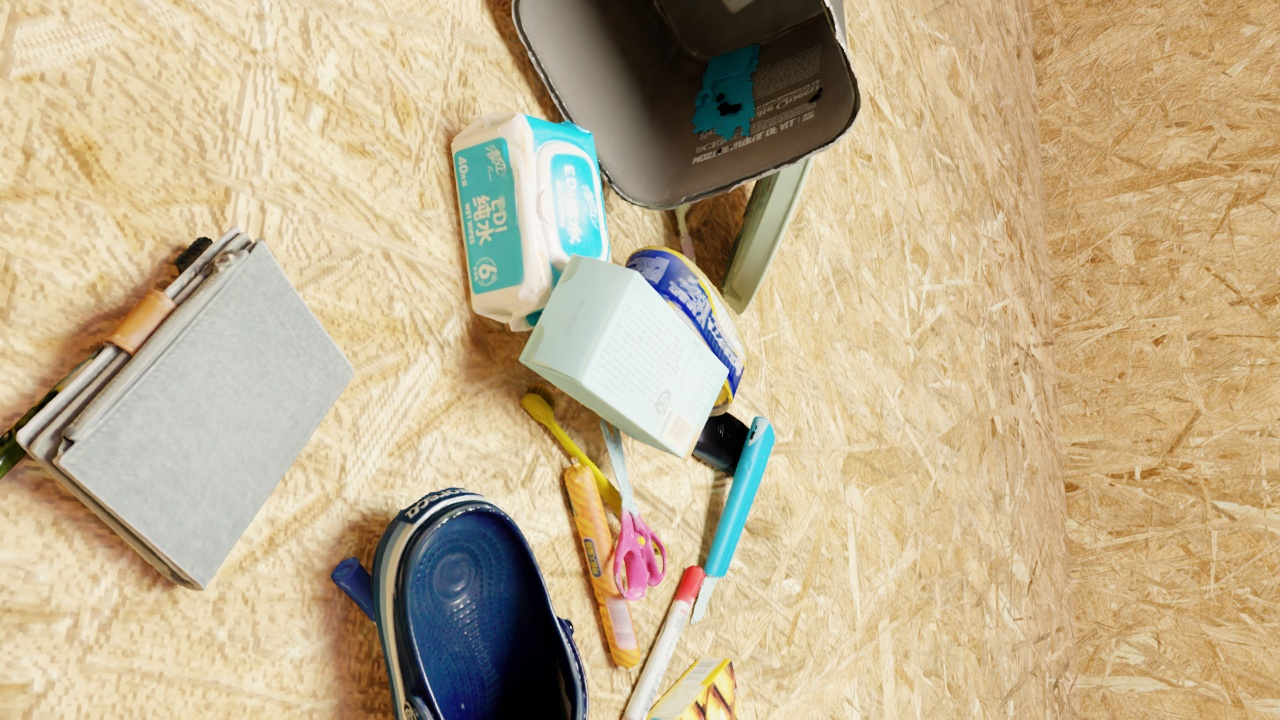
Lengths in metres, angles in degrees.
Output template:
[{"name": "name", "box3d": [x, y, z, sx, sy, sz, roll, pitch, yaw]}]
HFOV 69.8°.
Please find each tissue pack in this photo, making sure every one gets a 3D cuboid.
[{"name": "tissue pack", "box3d": [-0.064, -0.089, 0.590, 0.089, 0.063, 0.140, -7, 90, -57]}]

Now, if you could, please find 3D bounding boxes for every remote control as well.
[{"name": "remote control", "box3d": [0.076, 0.071, 0.808, 0.136, 0.024, 0.053, 34, 58, -49]}]

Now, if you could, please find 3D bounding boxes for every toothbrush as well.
[{"name": "toothbrush", "box3d": [-0.028, 0.082, 0.656, 0.190, 0.016, 0.016, 55, 36, -36]}, {"name": "toothbrush", "box3d": [-0.228, 0.011, 0.365, 0.017, 0.012, 0.185, 106, 8, -50]}, {"name": "toothbrush", "box3d": [0.055, -0.054, 0.806, 0.020, 0.029, 0.189, -15, 101, -14]}]

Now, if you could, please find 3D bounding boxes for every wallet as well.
[{"name": "wallet", "box3d": [-0.191, 0.018, 0.403, 0.129, 0.037, 0.107, -65, 146, -38]}]

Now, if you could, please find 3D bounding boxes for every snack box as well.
[{"name": "snack box", "box3d": [0.036, 0.298, 0.697, 0.140, 0.034, 0.087, -23, 102, -54]}, {"name": "snack box", "box3d": [-0.004, 0.004, 0.600, 0.074, 0.052, 0.175, -65, 149, -10]}]

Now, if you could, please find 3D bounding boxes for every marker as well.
[{"name": "marker", "box3d": [0.019, 0.217, 0.701, 0.017, 0.017, 0.144, 62, 39, -29]}, {"name": "marker", "box3d": [-0.119, 0.160, 0.501, 0.146, 0.017, 0.016, 60, 39, -30]}]

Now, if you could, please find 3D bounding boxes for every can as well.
[{"name": "can", "box3d": [0.031, -0.019, 0.712, 0.148, 0.075, 0.049, 55, 45, -37]}]

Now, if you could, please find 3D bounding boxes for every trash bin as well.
[{"name": "trash bin", "box3d": [0.052, -0.261, 0.679, 0.199, 0.199, 0.219, 58, 32, -28]}]

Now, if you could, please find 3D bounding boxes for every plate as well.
[{"name": "plate", "box3d": [0.116, -0.150, 0.791, 0.230, 0.027, 0.230, 141, -32, -90]}]

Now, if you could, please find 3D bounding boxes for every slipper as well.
[{"name": "slipper", "box3d": [-0.069, 0.189, 0.478, 0.104, 0.095, 0.253, -17, 103, -38]}]

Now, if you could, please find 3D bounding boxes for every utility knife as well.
[{"name": "utility knife", "box3d": [0.078, 0.137, 0.782, 0.034, 0.018, 0.185, 45, 61, -49]}]

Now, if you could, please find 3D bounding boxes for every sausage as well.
[{"name": "sausage", "box3d": [-0.026, 0.145, 0.641, 0.021, 0.021, 0.165, -28, 107, -55]}]

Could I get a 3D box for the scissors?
[{"name": "scissors", "box3d": [-0.004, 0.101, 0.660, 0.076, 0.017, 0.137, 10, 68, -58]}]
